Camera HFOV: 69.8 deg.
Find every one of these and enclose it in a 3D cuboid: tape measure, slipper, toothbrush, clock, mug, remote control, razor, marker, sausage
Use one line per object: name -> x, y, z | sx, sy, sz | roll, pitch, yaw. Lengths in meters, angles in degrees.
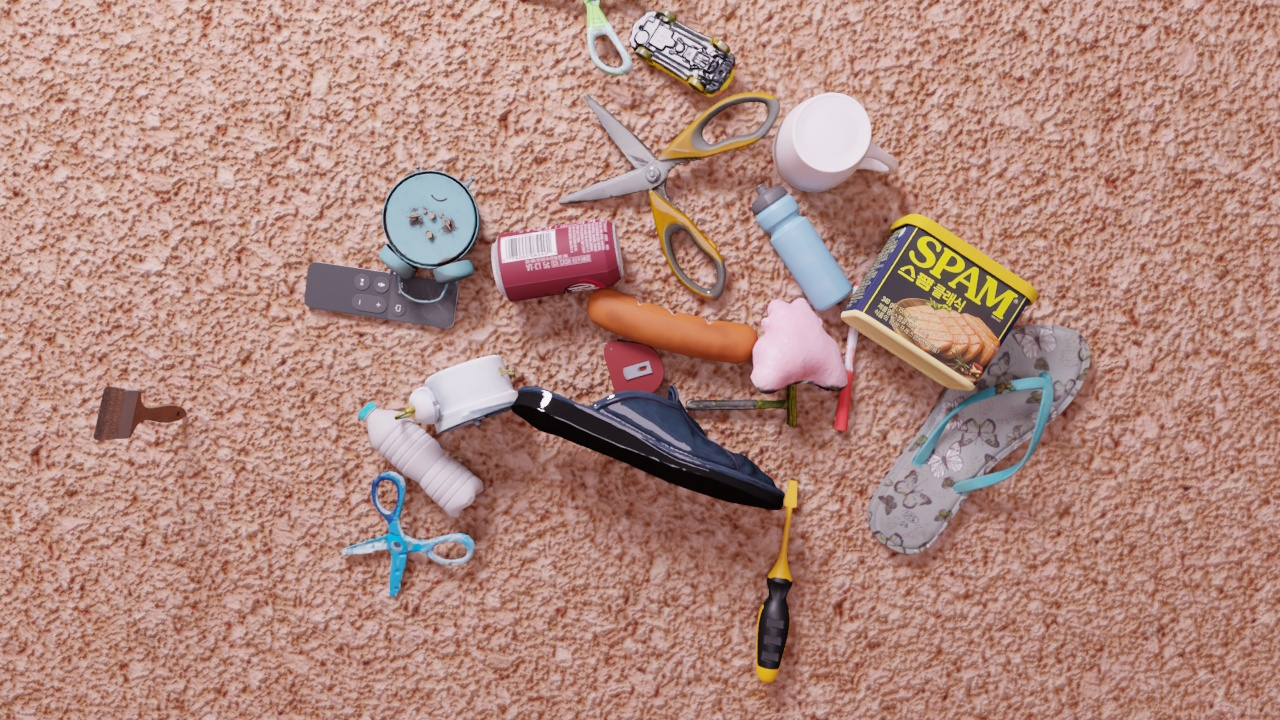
tape measure -> -0.005, 0.005, 0.876 | 0.051, 0.019, 0.059 | -16, 94, 3
slipper -> 0.312, 0.069, 0.856 | 0.098, 0.054, 0.269 | 42, 96, 1
toothbrush -> 0.134, 0.213, 0.883 | 0.031, 0.031, 0.196 | 8, 92, 6
clock -> -0.170, 0.037, 0.850 | 0.117, 0.083, 0.057 | -19, 88, -8
mug -> 0.179, -0.191, 0.822 | 0.114, 0.087, 0.081 | 18, 94, 0
remote control -> -0.249, -0.063, 0.884 | 0.146, 0.008, 0.045 | 9, 94, 1
razor -> 0.096, 0.042, 0.876 | 0.106, 0.026, 0.042 | -1, 96, 6
clock -> -0.194, -0.115, 0.856 | 0.090, 0.053, 0.124 | 12, 94, 2
slipper -> 0.020, 0.060, 0.838 | 0.265, 0.109, 0.083 | 24, 74, -7
marker -> 0.200, -0.003, 0.873 | 0.013, 0.013, 0.142 | 6, 94, 1
sausage -> 0.029, -0.031, 0.861 | 0.164, 0.039, 0.044 | 15, 55, 1

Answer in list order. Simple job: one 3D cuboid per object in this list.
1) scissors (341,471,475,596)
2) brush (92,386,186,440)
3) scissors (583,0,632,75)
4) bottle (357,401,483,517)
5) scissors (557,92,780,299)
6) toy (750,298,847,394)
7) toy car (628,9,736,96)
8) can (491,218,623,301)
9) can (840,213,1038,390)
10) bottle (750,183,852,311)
scissors -> -0.230, 0.166, 0.888 | 0.134, 0.011, 0.140 | -10, 106, 10
brush -> -0.448, 0.049, 0.831 | 0.008, 0.143, 0.045 | 10, 86, -1
scissors -> -0.048, -0.335, 0.845 | 0.171, 0.024, 0.165 | 1, 94, 12
bottle -> -0.212, 0.091, 0.876 | 0.136, 0.044, 0.044 | 42, 94, -1
scissors -> 0.037, -0.171, 0.850 | 0.230, 0.016, 0.225 | -36, 95, 16
toy -> 0.143, -0.013, 0.850 | 0.102, 0.050, 0.093 | -3, 71, -28
toy car -> 0.038, -0.284, 0.847 | 0.107, 0.030, 0.049 | 35, 95, 13
can -> -0.076, -0.093, 0.848 | 0.114, 0.063, 0.063 | -8, 94, 4
can -> 0.266, -0.050, 0.830 | 0.135, 0.075, 0.104 | 33, 89, -2
bottle -> 0.146, -0.109, 0.853 | 0.040, 0.040, 0.130 | -34, 92, 4
